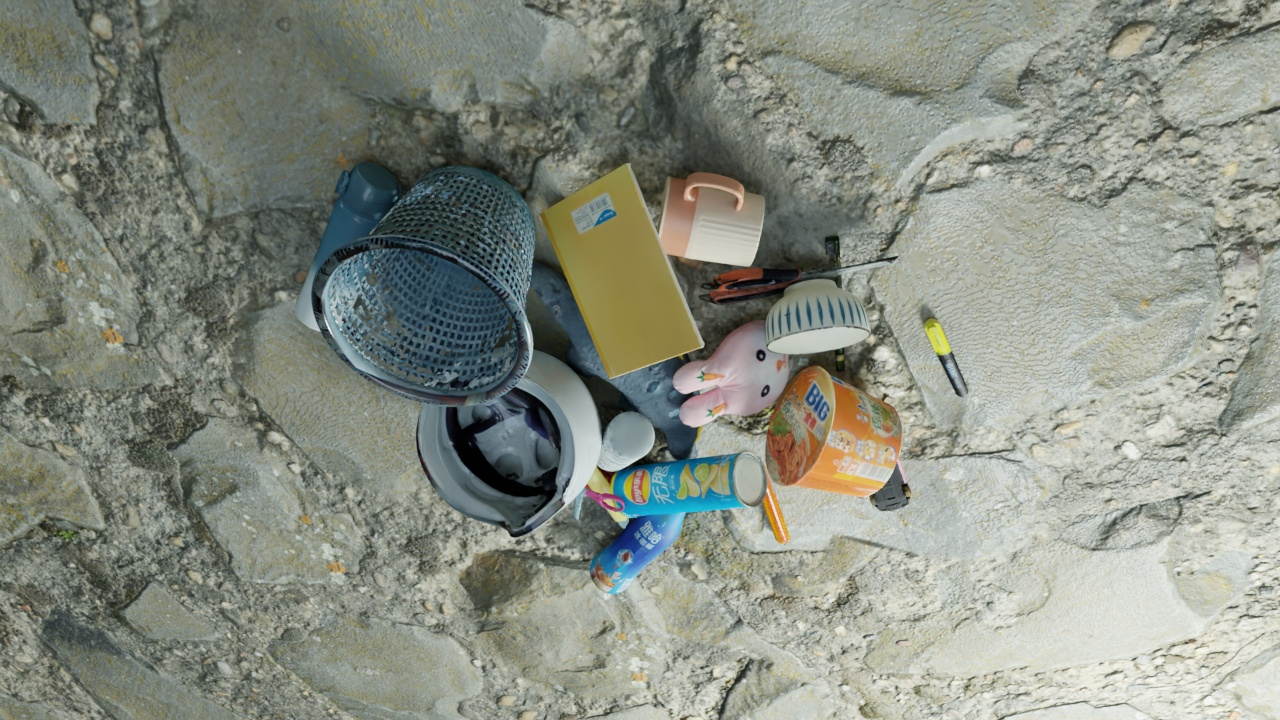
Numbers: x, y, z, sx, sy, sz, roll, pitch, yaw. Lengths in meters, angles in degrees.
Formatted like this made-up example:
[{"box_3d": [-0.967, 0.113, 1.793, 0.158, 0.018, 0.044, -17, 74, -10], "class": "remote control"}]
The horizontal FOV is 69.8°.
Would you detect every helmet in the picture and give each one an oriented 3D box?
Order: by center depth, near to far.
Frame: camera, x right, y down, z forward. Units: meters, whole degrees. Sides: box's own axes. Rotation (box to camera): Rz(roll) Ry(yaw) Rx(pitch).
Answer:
[{"box_3d": [-0.149, 0.085, 1.138, 0.259, 0.145, 0.229, -35, 88, 43], "class": "helmet"}]

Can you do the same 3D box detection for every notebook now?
[{"box_3d": [-0.024, -0.091, 0.998, 0.146, 0.010, 0.206, -20, 95, 42], "class": "notebook"}]

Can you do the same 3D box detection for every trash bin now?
[{"box_3d": [-0.204, -0.095, 0.982, 0.227, 0.194, 0.227, 6, 135, 6], "class": "trash bin"}]

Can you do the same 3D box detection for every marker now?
[{"box_3d": [0.368, -0.001, 1.101, 0.018, 0.015, 0.124, -20, 123, 24], "class": "marker"}]

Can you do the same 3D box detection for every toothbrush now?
[{"box_3d": [0.229, -0.063, 1.075, 0.017, 0.012, 0.186, 0, 126, 15], "class": "toothbrush"}]

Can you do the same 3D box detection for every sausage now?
[{"box_3d": [0.180, 0.199, 1.266, 0.021, 0.021, 0.165, -13, 123, 16], "class": "sausage"}]

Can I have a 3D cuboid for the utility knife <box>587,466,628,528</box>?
[{"box_3d": [-0.061, 0.164, 1.234, 0.031, 0.018, 0.163, -28, 102, 22], "class": "utility knife"}]

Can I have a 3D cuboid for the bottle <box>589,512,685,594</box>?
[{"box_3d": [0.007, 0.250, 1.299, 0.065, 0.065, 0.219, 30, 124, -14], "class": "bottle"}]

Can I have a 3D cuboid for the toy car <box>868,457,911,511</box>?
[{"box_3d": [0.316, 0.143, 1.200, 0.056, 0.037, 0.122, -18, 109, 16], "class": "toy car"}]

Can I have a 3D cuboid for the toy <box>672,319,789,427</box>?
[{"box_3d": [0.112, 0.020, 1.088, 0.159, 0.054, 0.121, -26, 124, -19], "class": "toy"}]

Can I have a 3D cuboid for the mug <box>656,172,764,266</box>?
[{"box_3d": [0.075, -0.156, 0.976, 0.106, 0.081, 0.115, 10, 151, -3], "class": "mug"}]

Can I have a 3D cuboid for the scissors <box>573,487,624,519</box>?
[{"box_3d": [-0.075, 0.172, 1.227, 0.136, 0.017, 0.134, 24, 132, 18], "class": "scissors"}]

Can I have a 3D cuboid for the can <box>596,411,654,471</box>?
[{"box_3d": [-0.025, 0.104, 1.154, 0.058, 0.058, 0.147, 19, 164, -7], "class": "can"}]

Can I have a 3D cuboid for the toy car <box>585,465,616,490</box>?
[{"box_3d": [-0.071, 0.153, 1.259, 0.106, 0.031, 0.049, 39, 120, -17], "class": "toy car"}]

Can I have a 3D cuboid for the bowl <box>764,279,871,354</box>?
[{"box_3d": [0.196, -0.052, 1.033, 0.116, 0.066, 0.116, -5, 167, -1], "class": "bowl"}]

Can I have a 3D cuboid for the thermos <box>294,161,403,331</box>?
[{"box_3d": [-0.342, -0.130, 1.066, 0.070, 0.070, 0.221, 26, 125, -12], "class": "thermos"}]

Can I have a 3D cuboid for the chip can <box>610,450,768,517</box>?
[{"box_3d": [0.058, 0.161, 1.178, 0.211, 0.071, 0.071, -13, 126, 43], "class": "chip can"}]

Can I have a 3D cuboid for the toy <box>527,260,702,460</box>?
[{"box_3d": [-0.007, 0.007, 1.117, 0.138, 0.091, 0.356, -12, 127, 49], "class": "toy"}]

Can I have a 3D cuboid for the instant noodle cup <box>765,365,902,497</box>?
[{"box_3d": [0.236, 0.094, 1.112, 0.111, 0.151, 0.152, 18, 126, -16], "class": "instant noodle cup"}]

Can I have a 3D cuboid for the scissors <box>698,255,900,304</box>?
[{"box_3d": [0.174, -0.095, 1.018, 0.193, 0.015, 0.207, 5, 163, -36], "class": "scissors"}]
